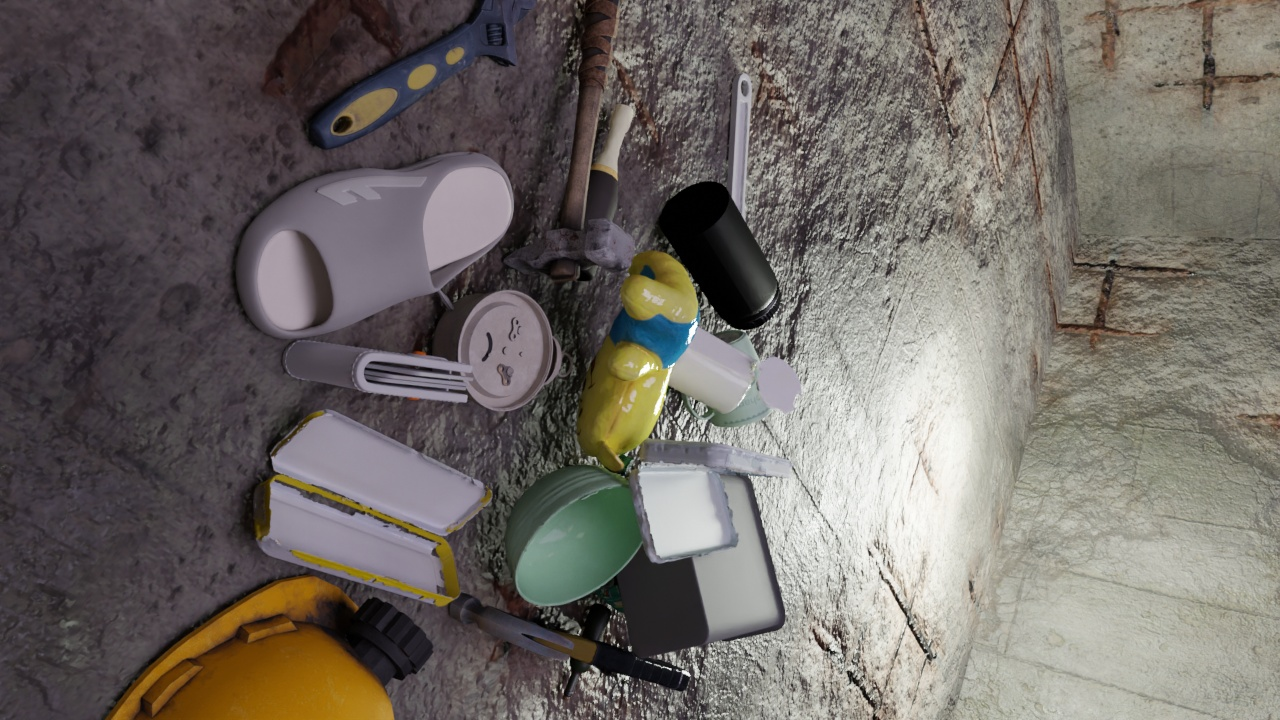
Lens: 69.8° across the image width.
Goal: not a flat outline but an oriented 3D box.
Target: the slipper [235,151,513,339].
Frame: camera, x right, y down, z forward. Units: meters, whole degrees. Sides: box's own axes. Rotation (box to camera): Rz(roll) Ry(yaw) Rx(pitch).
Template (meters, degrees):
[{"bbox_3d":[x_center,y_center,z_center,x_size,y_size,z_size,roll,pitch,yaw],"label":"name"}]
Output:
[{"bbox_3d":[-0.174,-0.096,0.705,0.265,0.081,0.113,-33,126,-48],"label":"slipper"}]

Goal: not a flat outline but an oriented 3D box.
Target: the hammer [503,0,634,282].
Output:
[{"bbox_3d":[-0.051,-0.225,0.855,0.049,0.122,0.318,26,67,-54],"label":"hammer"}]

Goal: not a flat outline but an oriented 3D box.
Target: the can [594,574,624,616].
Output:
[{"bbox_3d":[-0.012,0.258,1.032,0.101,0.055,0.054,53,54,-46],"label":"can"}]

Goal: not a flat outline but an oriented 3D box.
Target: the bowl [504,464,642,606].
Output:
[{"bbox_3d":[-0.070,0.157,0.888,0.150,0.077,0.151,-24,137,-25],"label":"bowl"}]

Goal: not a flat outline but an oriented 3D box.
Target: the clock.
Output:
[{"bbox_3d":[-0.121,-0.007,0.819,0.156,0.061,0.103,13,85,-48],"label":"clock"}]

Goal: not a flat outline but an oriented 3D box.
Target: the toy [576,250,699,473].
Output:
[{"bbox_3d":[-0.005,0.005,0.871,0.148,0.084,0.214,-71,-179,-66],"label":"toy"}]

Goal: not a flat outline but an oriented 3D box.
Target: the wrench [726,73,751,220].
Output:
[{"bbox_3d":[0.129,-0.224,1.173,0.086,0.018,0.273,-3,98,-55],"label":"wrench"}]

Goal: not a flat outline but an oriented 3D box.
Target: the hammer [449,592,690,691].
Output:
[{"bbox_3d":[-0.043,0.297,0.927,0.333,0.118,0.025,38,67,-49],"label":"hammer"}]

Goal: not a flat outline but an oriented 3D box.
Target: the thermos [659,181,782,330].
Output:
[{"bbox_3d":[0.105,-0.112,1.090,0.198,0.086,0.086,51,56,-43],"label":"thermos"}]

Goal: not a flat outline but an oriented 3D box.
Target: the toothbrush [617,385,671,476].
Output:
[{"bbox_3d":[0.012,0.064,1.034,0.189,0.017,0.016,-57,156,-46],"label":"toothbrush"}]

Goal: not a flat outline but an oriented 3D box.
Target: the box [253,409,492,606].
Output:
[{"bbox_3d":[-0.207,0.121,0.727,0.210,0.057,0.117,39,63,-50],"label":"box"}]

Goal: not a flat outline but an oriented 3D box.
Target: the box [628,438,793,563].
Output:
[{"bbox_3d":[0.069,0.148,0.902,0.215,0.106,0.127,20,77,-59],"label":"box"}]

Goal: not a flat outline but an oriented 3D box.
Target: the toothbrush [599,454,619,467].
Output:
[{"bbox_3d":[-0.025,0.077,1.001,0.026,0.027,0.222,55,52,-66],"label":"toothbrush"}]

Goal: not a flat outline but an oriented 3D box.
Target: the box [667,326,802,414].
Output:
[{"bbox_3d":[0.101,0.021,1.054,0.166,0.093,0.083,29,44,-15],"label":"box"}]

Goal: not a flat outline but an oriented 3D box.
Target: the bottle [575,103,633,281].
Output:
[{"bbox_3d":[-0.042,-0.171,0.911,0.045,0.045,0.184,34,69,-53],"label":"bottle"}]

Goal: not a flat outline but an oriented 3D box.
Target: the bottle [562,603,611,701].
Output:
[{"bbox_3d":[-0.061,0.318,0.999,0.025,0.025,0.105,49,57,-48],"label":"bottle"}]

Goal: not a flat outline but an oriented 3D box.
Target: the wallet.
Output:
[{"bbox_3d":[-0.181,0.010,0.684,0.118,0.115,0.037,11,87,-55],"label":"wallet"}]

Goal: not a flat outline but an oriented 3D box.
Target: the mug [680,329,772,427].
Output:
[{"bbox_3d":[0.101,0.026,1.137,0.111,0.084,0.104,-24,109,-20],"label":"mug"}]

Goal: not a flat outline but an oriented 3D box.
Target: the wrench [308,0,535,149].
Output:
[{"bbox_3d":[-0.164,-0.242,0.741,0.272,0.022,0.073,-50,134,-39],"label":"wrench"}]

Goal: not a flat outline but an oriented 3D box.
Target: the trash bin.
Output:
[{"bbox_3d":[0.063,0.220,1.023,0.219,0.098,0.191,19,55,-60],"label":"trash bin"}]

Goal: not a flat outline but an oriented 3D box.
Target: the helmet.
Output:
[{"bbox_3d":[-0.246,0.286,0.635,0.254,0.131,0.205,-50,135,-36],"label":"helmet"}]
